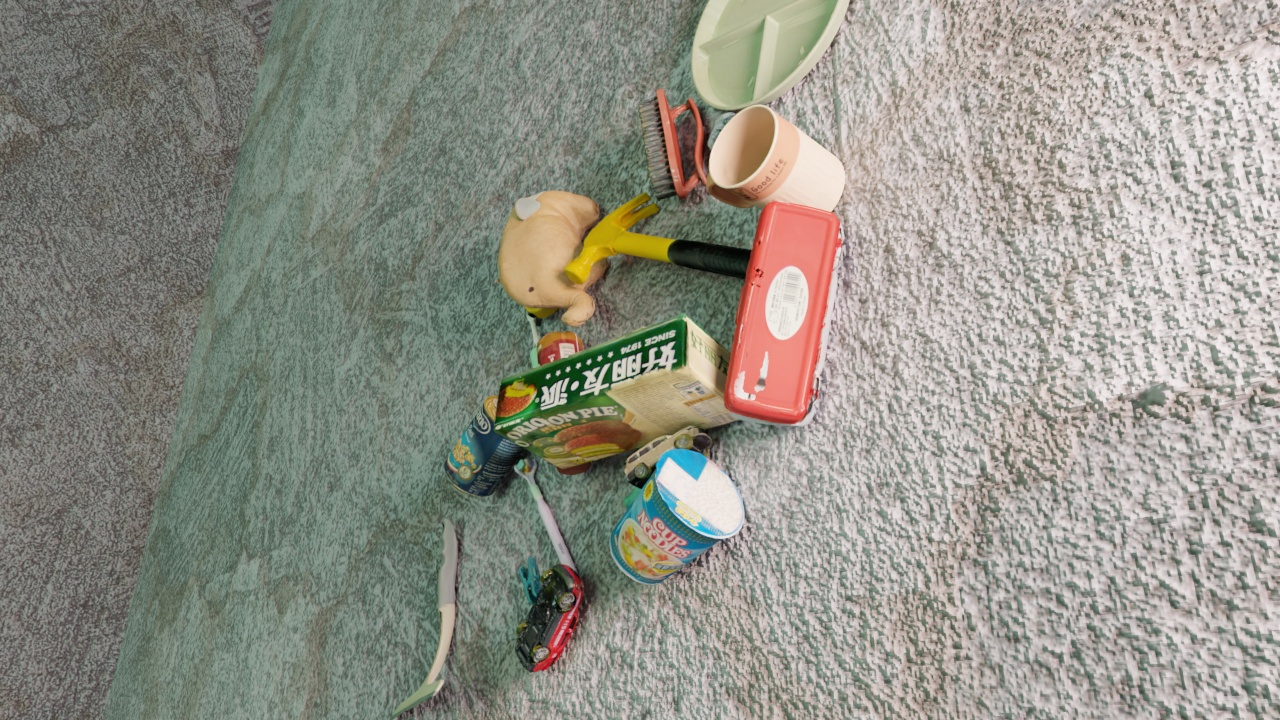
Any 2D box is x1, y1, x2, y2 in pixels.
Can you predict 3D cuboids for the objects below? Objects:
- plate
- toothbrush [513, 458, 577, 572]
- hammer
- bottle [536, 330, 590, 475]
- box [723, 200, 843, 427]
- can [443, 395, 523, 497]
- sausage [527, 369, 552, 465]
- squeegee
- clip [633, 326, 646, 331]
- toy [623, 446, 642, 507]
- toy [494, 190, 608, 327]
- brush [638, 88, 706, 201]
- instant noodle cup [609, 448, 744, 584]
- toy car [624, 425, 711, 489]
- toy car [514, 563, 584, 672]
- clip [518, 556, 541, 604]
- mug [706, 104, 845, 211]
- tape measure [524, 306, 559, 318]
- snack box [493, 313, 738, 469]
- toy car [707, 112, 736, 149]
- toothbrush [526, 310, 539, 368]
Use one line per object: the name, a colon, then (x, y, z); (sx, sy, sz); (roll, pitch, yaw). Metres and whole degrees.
plate: (0.144, -0.380, 1.016); (0.231, 0.027, 0.229); (-25, 55, 42)
toothbrush: (-0.108, 0.183, 1.075); (0.189, 0.029, 0.021); (-123, 21, -45)
hammer: (0.041, -0.119, 0.996); (0.301, 0.033, 0.128); (18, 67, 48)
bottle: (-0.087, 0.049, 1.077); (0.058, 0.057, 0.174); (-38, 47, 35)
box: (0.133, -0.040, 0.842); (0.068, 0.090, 0.201); (91, -169, -80)
can: (-0.192, 0.111, 1.164); (0.111, 0.075, 0.075); (-55, 39, 20)
sausage: (-0.126, 0.069, 1.149); (0.020, 0.020, 0.155); (-45, 43, 29)
squeegee: (-0.257, 0.323, 1.178); (0.247, 0.039, 0.246); (134, 146, -53)
clip: (-0.008, 0.003, 1.026); (0.098, 0.034, 0.064); (-57, 39, 29)
toy: (0.021, 0.104, 0.942); (0.097, 0.030, 0.091); (-14, 65, 37)
toy: (-0.112, -0.118, 1.149); (0.143, 0.082, 0.225); (-18, 55, 12)
brush: (0.041, -0.244, 1.054); (0.069, 0.063, 0.145); (-14, 55, 10)
instant noodle cup: (0.028, 0.155, 0.866); (0.110, 0.099, 0.099); (-52, 40, 34)
toy car: (0.027, 0.093, 0.899); (0.090, 0.042, 0.035); (-33, 57, 15)
toy car: (-0.095, 0.278, 0.991); (0.053, 0.045, 0.121); (40, 110, 49)
clip: (-0.127, 0.257, 1.068); (0.041, 0.014, 0.056); (-49, 40, 26)
mug: (0.121, -0.178, 0.884); (0.115, 0.105, 0.081); (-21, 58, 45)
tape measure: (-0.125, -0.083, 1.208); (0.060, 0.029, 0.057); (-42, 44, 14)
snack box: (-0.022, 0.039, 0.916); (0.241, 0.114, 0.063); (-19, 52, 32)
toy car: (0.111, -0.240, 0.989); (0.105, 0.031, 0.049); (32, 99, 52)
toothbrush: (-0.123, 0.014, 1.165); (0.026, 0.027, 0.224); (-21, 51, 5)
